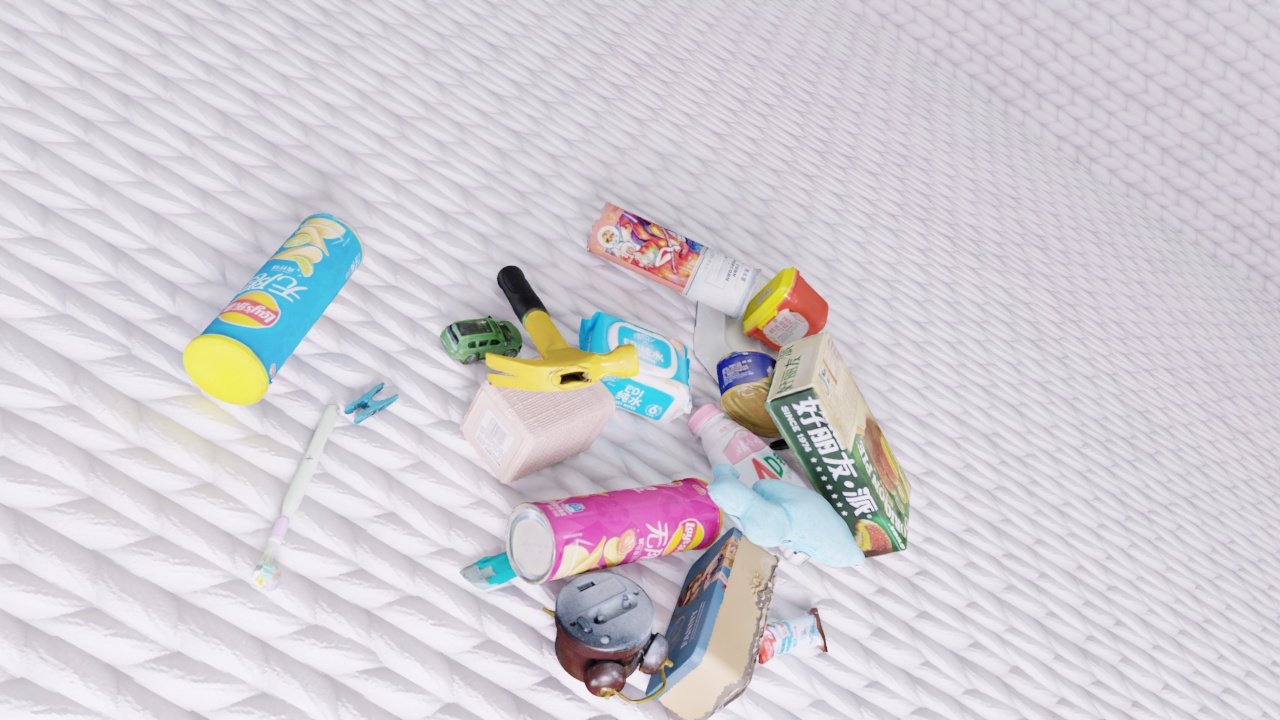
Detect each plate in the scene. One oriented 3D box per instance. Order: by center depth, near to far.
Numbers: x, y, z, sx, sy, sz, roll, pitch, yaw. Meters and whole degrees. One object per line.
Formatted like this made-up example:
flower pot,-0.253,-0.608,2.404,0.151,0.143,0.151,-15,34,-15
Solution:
plate,0.151,-0.042,1.215,0.162,0.034,0.265,26,39,-13

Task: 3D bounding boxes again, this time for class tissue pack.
tissue pack,-0.006,0.006,1.021,0.140,0.063,0.089,21,40,-18

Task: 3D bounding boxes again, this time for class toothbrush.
toothbrush,-0.276,0.103,0.750,0.020,0.029,0.189,-8,40,10
toothbrush,0.223,0.095,1.146,0.180,0.018,0.015,-7,50,-39

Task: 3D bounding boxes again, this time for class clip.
clip,-0.247,0.040,0.842,0.042,0.014,0.056,40,39,5

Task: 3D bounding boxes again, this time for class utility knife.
utility knife,-0.074,0.165,0.844,0.215,0.013,0.029,-16,65,-47

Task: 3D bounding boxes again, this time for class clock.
clock,-0.025,0.230,0.755,0.081,0.055,0.122,-16,42,-34

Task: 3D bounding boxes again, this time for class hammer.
hammer,-0.104,-0.039,0.913,0.128,0.033,0.300,-9,24,-15

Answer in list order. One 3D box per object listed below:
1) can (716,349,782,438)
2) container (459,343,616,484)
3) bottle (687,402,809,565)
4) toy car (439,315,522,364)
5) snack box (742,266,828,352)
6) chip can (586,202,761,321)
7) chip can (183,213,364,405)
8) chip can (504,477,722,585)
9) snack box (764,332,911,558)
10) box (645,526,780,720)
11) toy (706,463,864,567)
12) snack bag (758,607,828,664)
can,0.140,0.040,1.058,0.148,0.075,0.049,38,38,-49
container,-0.102,0.053,0.882,0.110,0.090,0.090,-24,67,-45
bottle,0.127,0.128,0.996,0.068,0.068,0.197,-20,61,-47
toy car,-0.163,-0.023,0.956,0.091,0.036,0.043,-6,53,-46
snack box,0.185,-0.057,1.156,0.080,0.091,0.081,38,37,-9
chip can,0.041,-0.126,1.160,0.215,0.071,0.071,25,38,3
chip can,-0.324,-0.053,0.832,0.071,0.071,0.209,28,38,-10
chip can,-0.019,0.152,0.837,0.210,0.072,0.071,0,51,-44
snack box,0.225,0.096,1.021,0.240,0.063,0.114,57,32,-22
box,0.066,0.237,0.814,0.061,0.090,0.183,36,33,-2
toy,0.142,0.150,0.888,0.161,0.050,0.156,41,27,23
snack bag,0.144,0.268,0.894,0.104,0.026,0.048,5,60,-34
